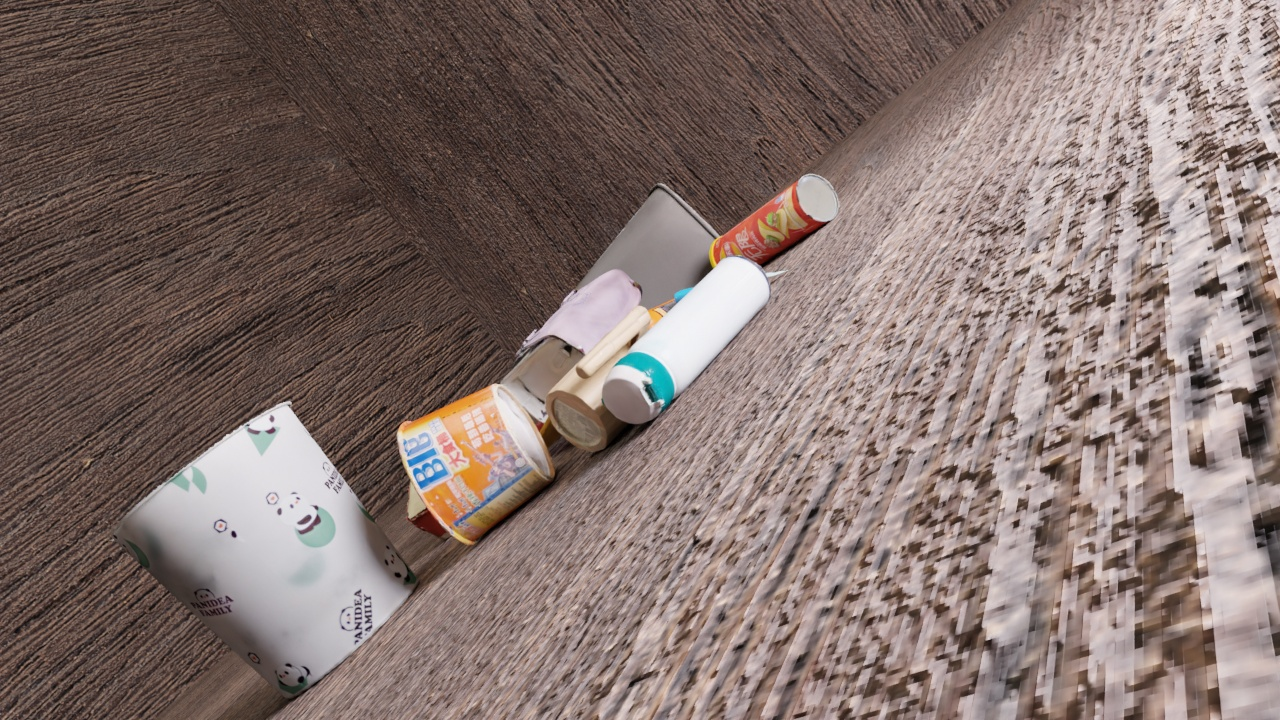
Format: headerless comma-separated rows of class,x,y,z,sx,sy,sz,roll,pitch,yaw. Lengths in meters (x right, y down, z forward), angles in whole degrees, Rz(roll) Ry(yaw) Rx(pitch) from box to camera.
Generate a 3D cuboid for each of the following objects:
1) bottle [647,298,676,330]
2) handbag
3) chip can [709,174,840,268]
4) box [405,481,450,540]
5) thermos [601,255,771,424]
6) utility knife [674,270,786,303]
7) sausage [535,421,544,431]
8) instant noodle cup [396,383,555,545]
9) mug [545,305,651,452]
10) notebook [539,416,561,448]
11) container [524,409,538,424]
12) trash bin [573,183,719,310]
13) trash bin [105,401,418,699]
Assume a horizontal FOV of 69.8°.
bottle,0.046,-0.055,1.255,0.149,0.067,0.067,-34,1,-36
handbag,-0.086,-0.028,1.224,0.145,0.098,0.196,-46,3,39
chip can,0.183,-0.184,1.289,0.073,0.073,0.217,-43,6,-34
box,-0.232,0.148,1.196,0.169,0.077,0.091,-37,35,19
thermos,0.044,-0.021,0.896,0.223,0.073,0.073,-44,7,-39
utility knife,0.110,-0.093,1.144,0.034,0.018,0.186,-24,10,-40
sausage,-0.156,0.108,1.293,0.156,0.020,0.020,-36,5,-2
instant noodle cup,-0.168,0.102,0.971,0.111,0.151,0.151,-31,6,3
mug,-0.032,0.018,0.920,0.103,0.084,0.125,-46,-21,-37
notebook,-0.088,0.060,1.194,0.145,0.010,0.207,-45,-6,-32
container,-0.152,0.078,1.364,0.090,0.090,0.112,-41,9,-15
trash bin,0.018,-0.141,1.507,0.219,0.198,0.199,-46,5,-3
trash bin,-0.395,0.211,1.008,0.229,0.252,0.229,-40,6,4
